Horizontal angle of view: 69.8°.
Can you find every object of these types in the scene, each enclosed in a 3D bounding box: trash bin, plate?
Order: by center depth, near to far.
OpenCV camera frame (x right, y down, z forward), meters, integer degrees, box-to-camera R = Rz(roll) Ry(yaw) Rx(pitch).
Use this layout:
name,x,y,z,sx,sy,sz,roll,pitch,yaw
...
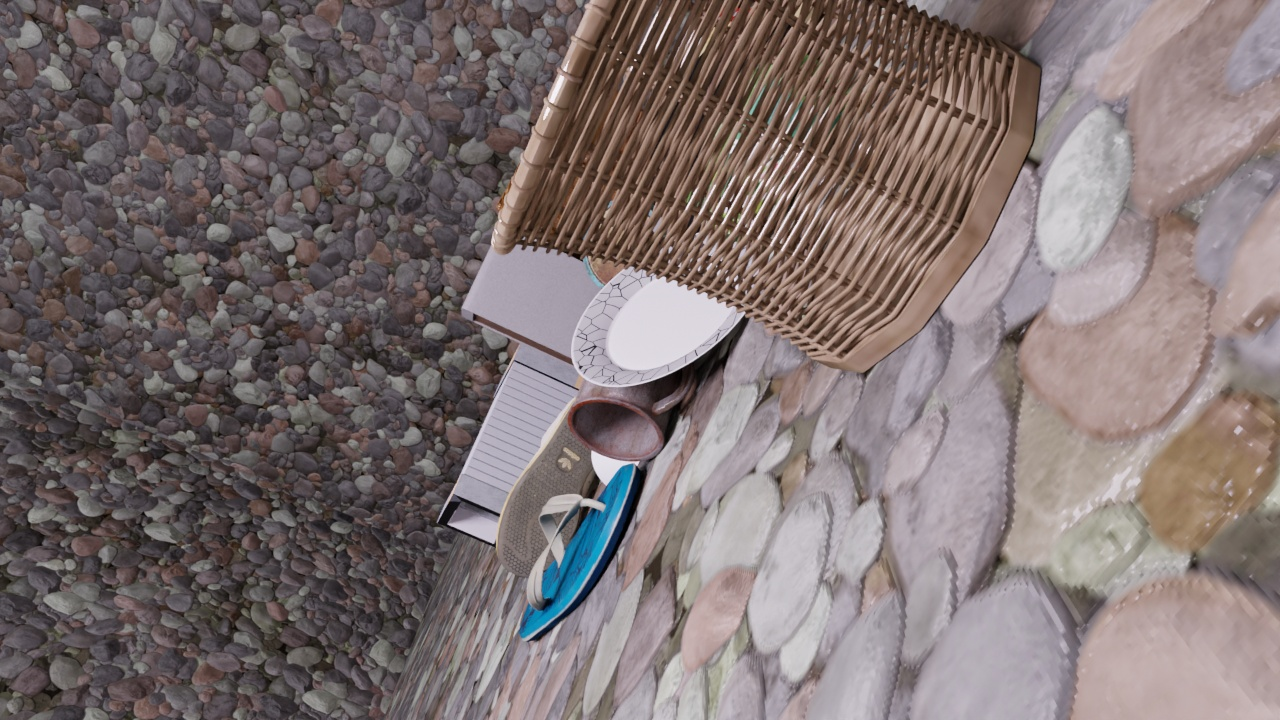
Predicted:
name,x,y,z,sx,sy,sz,roll,pitch,yaw
plate,0.024,-0.043,0.805,0.189,0.016,0.188,-24,36,18
trash bin,-0.101,-0.065,1.183,0.114,0.229,0.114,-66,8,-7
trash bin,-0.166,0.131,1.314,0.143,0.142,0.246,-51,16,58

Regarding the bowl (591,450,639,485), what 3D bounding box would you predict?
name,x,y,z,sx,sy,sz,roll,pitch,yaw
bowl,-0.023,0.079,0.942,0.110,0.040,0.109,-62,9,17

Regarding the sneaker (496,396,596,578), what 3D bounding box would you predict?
name,x,y,z,sx,sy,sz,roll,pitch,yaw
sneaker,-0.099,0.132,1.072,0.241,0.089,0.102,-60,15,-9

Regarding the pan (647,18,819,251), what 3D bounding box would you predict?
name,x,y,z,sx,sy,sz,roll,pitch,yaw
pan,0.049,-0.182,0.931,0.357,0.034,0.225,-54,37,23

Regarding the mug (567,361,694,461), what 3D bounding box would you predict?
name,x,y,z,sx,sy,sz,roll,pitch,yaw
mug,0.002,0.022,0.839,0.123,0.096,0.110,-16,44,36

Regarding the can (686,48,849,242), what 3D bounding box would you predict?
name,x,y,z,sx,sy,sz,roll,pitch,yaw
can,0.102,-0.173,0.753,0.144,0.083,0.082,-57,11,42

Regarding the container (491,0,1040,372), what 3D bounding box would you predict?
name,x,y,z,sx,sy,sz,roll,pitch,yaw
container,0.059,-0.118,0.474,0.227,0.196,0.226,-62,9,17

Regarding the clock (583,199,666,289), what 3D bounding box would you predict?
name,x,y,z,sx,sy,sz,roll,pitch,yaw
clock,0.002,-0.115,1.087,0.121,0.157,0.073,-17,-3,30

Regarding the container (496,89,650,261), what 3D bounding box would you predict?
name,x,y,z,sx,sy,sz,roll,pitch,yaw
container,-0.024,-0.228,1.205,0.184,0.250,0.161,-33,31,56

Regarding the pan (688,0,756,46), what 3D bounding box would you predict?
name,x,y,z,sx,sy,sz,roll,pitch,yaw
pan,0.128,-0.416,1.000,0.209,0.067,0.355,-16,35,44

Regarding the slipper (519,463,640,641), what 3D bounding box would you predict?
name,x,y,z,sx,sy,sz,roll,pitch,yaw
slipper,-0.082,0.197,0.913,0.296,0.060,0.118,124,164,-46

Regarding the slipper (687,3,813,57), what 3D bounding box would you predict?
name,x,y,z,sx,sy,sz,roll,pitch,yaw
slipper,0.145,-0.388,1.105,0.111,0.079,0.262,-46,24,-16
